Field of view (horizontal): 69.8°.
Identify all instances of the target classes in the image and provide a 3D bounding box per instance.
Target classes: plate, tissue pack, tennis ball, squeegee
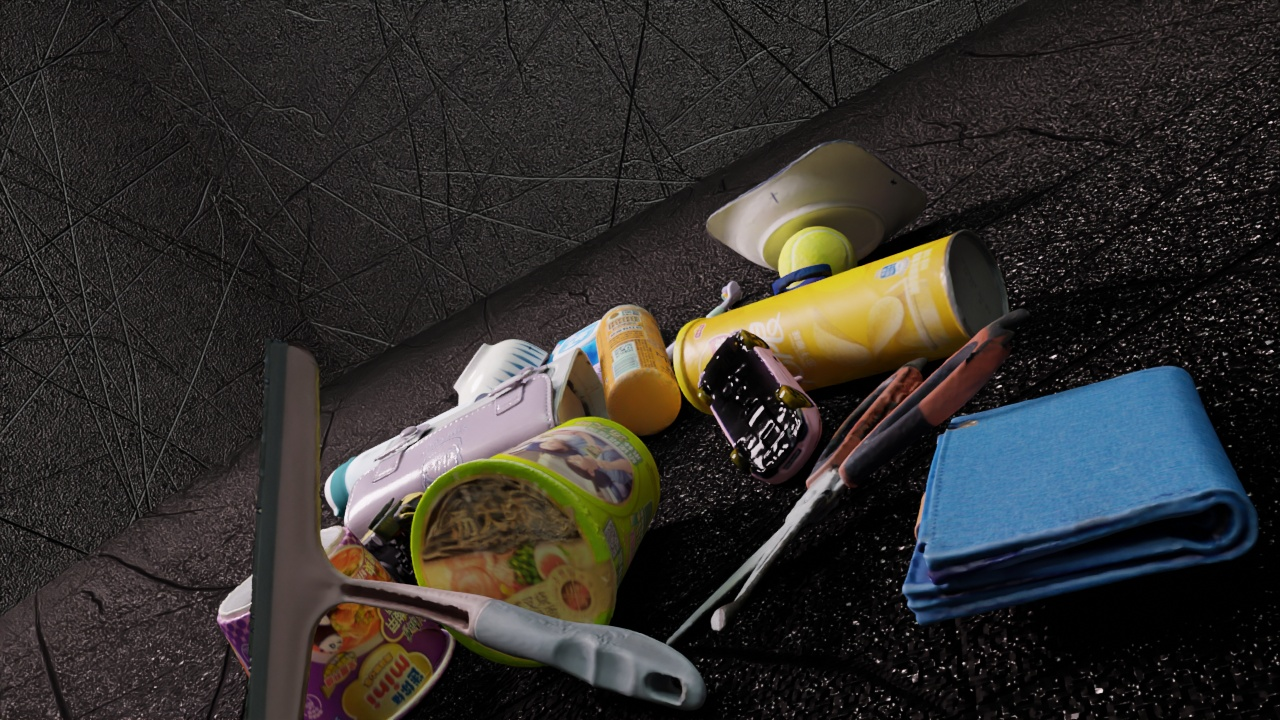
[{"bbox_3d":[0.160,-0.119,0.820,0.163,0.034,0.165,19,-35,-42],"label":"plate"},{"bbox_3d":[-0.054,-0.004,0.989,0.095,0.052,0.157,-27,13,14],"label":"tissue pack"},{"bbox_3d":[0.150,-0.081,0.779,0.065,0.065,0.065,-29,12,7],"label":"tennis ball"},{"bbox_3d":[-0.079,0.122,0.424,0.250,0.247,0.040,5,1,28],"label":"squeegee"}]

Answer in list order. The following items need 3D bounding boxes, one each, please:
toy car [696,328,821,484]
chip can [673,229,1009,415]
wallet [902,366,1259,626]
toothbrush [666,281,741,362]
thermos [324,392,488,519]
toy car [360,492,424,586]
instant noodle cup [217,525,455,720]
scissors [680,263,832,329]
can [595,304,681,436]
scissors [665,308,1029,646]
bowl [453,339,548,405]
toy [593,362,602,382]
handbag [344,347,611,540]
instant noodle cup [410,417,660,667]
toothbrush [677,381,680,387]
[{"bbox_3d":[0.071,0.026,0.546,0.056,0.037,0.122,-53,28,16],"label":"toy car"},{"bbox_3d":[0.119,-0.017,0.589,0.214,0.072,0.071,-17,18,45],"label":"chip can"},{"bbox_3d":[0.152,0.045,0.332,0.107,0.040,0.132,-22,5,27],"label":"wallet"},{"bbox_3d":[0.047,-0.025,0.914,0.021,0.029,0.188,23,44,26],"label":"toothbrush"},{"bbox_3d":[-0.232,0.103,0.945,0.225,0.073,0.073,-25,13,26],"label":"thermos"},{"bbox_3d":[-0.143,0.124,0.579,0.041,0.071,0.156,-51,7,-37],"label":"toy car"},{"bbox_3d":[-0.179,0.158,0.530,0.112,0.099,0.111,-28,14,7],"label":"instant noodle cup"},{"bbox_3d":[0.117,-0.042,0.685,0.162,0.012,0.173,-7,-12,-15],"label":"scissors"},{"bbox_3d":[-0.004,0.004,0.760,0.058,0.058,0.146,-29,24,7],"label":"can"},{"bbox_3d":[0.097,0.051,0.434,0.227,0.015,0.188,-43,-3,13],"label":"scissors"},{"bbox_3d":[-0.158,0.024,0.987,0.116,0.066,0.116,-55,7,9],"label":"bowl"},{"bbox_3d":[-0.050,0.032,0.863,0.084,0.039,0.107,-14,20,35],"label":"toy"},{"bbox_3d":[-0.124,0.081,0.733,0.197,0.098,0.144,-28,18,15],"label":"handbag"},{"bbox_3d":[-0.043,0.086,0.500,0.112,0.111,0.123,-25,5,25],"label":"instant noodle cup"},{"bbox_3d":[0.061,0.002,0.769,0.192,0.018,0.016,-24,-3,30],"label":"toothbrush"}]
